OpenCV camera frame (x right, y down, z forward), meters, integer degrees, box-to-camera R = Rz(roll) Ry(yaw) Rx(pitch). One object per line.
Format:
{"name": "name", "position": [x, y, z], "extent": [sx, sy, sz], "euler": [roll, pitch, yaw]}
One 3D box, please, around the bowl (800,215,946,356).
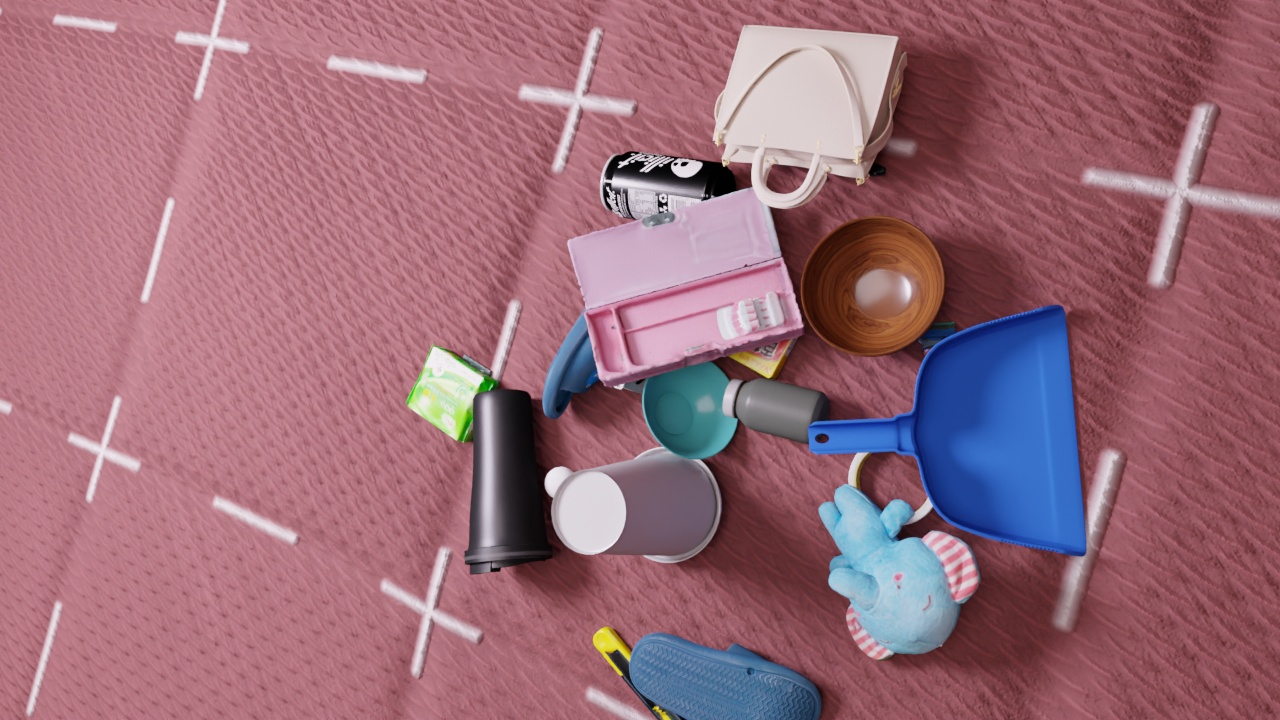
{"name": "bowl", "position": [0.251, -0.073, 0.973], "extent": [0.147, 0.068, 0.147], "euler": [-3, 82, 25]}

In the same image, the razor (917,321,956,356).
{"name": "razor", "position": [0.310, 0.030, 0.962], "extent": [0.044, 0.018, 0.141], "euler": [-1, 85, 15]}

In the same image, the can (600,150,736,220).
{"name": "can", "position": [0.033, -0.200, 1.082], "extent": [0.146, 0.080, 0.080], "euler": [14, 90, 26]}

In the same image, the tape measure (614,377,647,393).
{"name": "tape measure", "position": [-0.006, 0.006, 1.087], "extent": [0.017, 0.064, 0.065], "euler": [17, 87, 25]}

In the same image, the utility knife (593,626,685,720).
{"name": "utility knife", "position": [0.011, 0.385, 1.063], "extent": [0.186, 0.020, 0.029], "euler": [44, 105, 21]}

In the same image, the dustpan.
{"name": "dustpan", "position": [0.300, 0.074, 0.920], "extent": [0.258, 0.059, 0.245], "euler": [-4, 83, 17]}

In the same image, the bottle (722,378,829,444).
{"name": "bottle", "position": [0.149, 0.053, 1.012], "extent": [0.108, 0.060, 0.060], "euler": [13, 90, 25]}

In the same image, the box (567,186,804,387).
{"name": "box", "position": [0.049, -0.080, 1.021], "extent": [0.233, 0.051, 0.180], "euler": [-14, 80, 4]}

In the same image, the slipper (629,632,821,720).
{"name": "slipper", "position": [0.091, 0.359, 1.008], "extent": [0.214, 0.059, 0.104], "euler": [14, 100, 14]}

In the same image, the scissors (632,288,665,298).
{"name": "scissors", "position": [0.038, -0.107, 1.107], "extent": [0.133, 0.020, 0.097], "euler": [3, 90, 25]}

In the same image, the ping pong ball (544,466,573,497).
{"name": "ping pong ball", "position": [-0.098, 0.151, 1.127], "extent": [0.040, 0.040, 0.040], "euler": [-3, 83, 25]}

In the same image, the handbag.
{"name": "handbag", "position": [0.172, -0.255, 0.996], "extent": [0.195, 0.101, 0.197], "euler": [14, 76, 24]}

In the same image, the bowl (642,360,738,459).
{"name": "bowl", "position": [0.048, 0.057, 1.052], "extent": [0.046, 0.121, 0.121], "euler": [-31, 67, 62]}

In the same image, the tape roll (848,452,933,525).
{"name": "tape roll", "position": [0.269, 0.127, 0.970], "extent": [0.094, 0.019, 0.094], "euler": [-3, 83, 25]}

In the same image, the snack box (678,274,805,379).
{"name": "snack box", "position": [0.106, -0.046, 1.057], "extent": [0.152, 0.025, 0.075], "euler": [30, 97, 21]}

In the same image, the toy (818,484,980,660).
{"name": "toy", "position": [0.240, 0.211, 0.921], "extent": [0.180, 0.114, 0.184], "euler": [53, 136, 22]}

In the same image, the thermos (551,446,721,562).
{"name": "thermos", "position": [-0.005, 0.157, 0.982], "extent": [0.132, 0.221, 0.131], "euler": [-3, 83, 25]}

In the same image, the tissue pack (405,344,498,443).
{"name": "tissue pack", "position": [-0.249, 0.043, 1.214], "extent": [0.114, 0.034, 0.099], "euler": [30, 98, 26]}

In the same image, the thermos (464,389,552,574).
{"name": "thermos", "position": [-0.166, 0.149, 1.131], "extent": [0.106, 0.105, 0.218], "euler": [-11, 75, 24]}

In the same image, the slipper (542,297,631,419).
{"name": "slipper", "position": [-0.054, -0.018, 1.093], "extent": [0.059, 0.103, 0.214], "euler": [33, 100, 12]}

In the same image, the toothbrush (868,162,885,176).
{"name": "toothbrush", "position": [0.190, -0.228, 1.052], "extent": [0.188, 0.017, 0.014], "euler": [15, 87, 29]}
